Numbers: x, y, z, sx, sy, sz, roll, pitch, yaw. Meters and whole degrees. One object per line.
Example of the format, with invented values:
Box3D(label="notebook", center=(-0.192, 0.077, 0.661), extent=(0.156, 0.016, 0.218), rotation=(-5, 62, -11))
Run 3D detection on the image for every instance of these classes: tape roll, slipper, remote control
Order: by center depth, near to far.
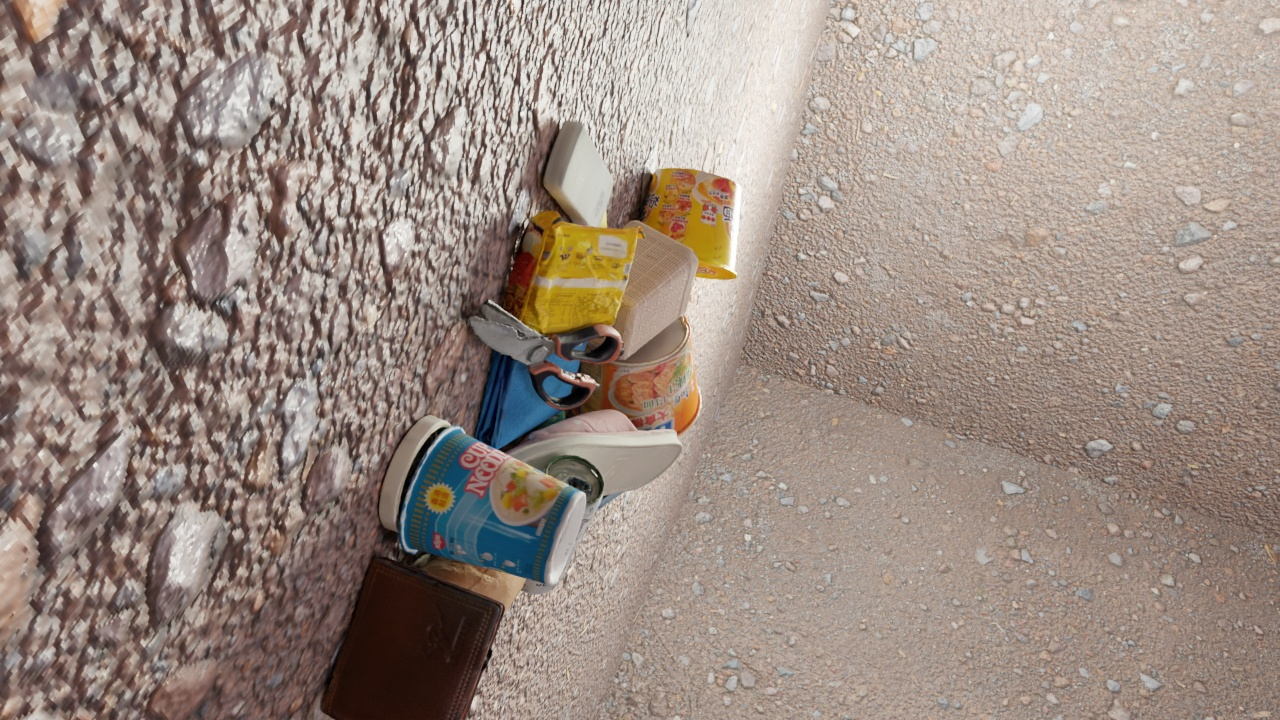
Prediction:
Box3D(label="tape roll", center=(-0.160, 0.082, 0.659), extent=(0.085, 0.014, 0.086), rotation=(20, 89, -81))
Box3D(label="remote control", center=(-0.052, -0.154, 0.793), extent=(0.150, 0.021, 0.058), rotation=(44, 65, -79))
Box3D(label="slipper", center=(-0.059, 0.095, 0.899), extent=(0.273, 0.054, 0.114), rotation=(-1, 136, -50))

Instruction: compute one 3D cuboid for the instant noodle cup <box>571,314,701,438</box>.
Box3D(label="instant noodle cup", center=(-0.006, 0.006, 1.016), extent=(0.151, 0.151, 0.112), rotation=(-62, 159, -44))

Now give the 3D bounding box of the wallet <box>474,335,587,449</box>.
Box3D(label="wallet", center=(-0.095, 0.015, 0.814), extent=(0.132, 0.040, 0.106), rotation=(-31, 141, -63))

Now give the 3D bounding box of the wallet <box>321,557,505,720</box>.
Box3D(label="wallet", center=(-0.159, 0.211, 0.643), extent=(0.032, 0.101, 0.124), rotation=(33, 76, -78))

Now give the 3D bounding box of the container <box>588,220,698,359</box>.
Box3D(label="container", center=(-0.012, -0.070, 0.935), extent=(0.110, 0.090, 0.090), rotation=(-43, 156, -41))

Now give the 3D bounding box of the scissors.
Box3D(label="scissors", center=(-0.069, -0.015, 0.739), extent=(0.192, 0.015, 0.207), rotation=(-29, 151, -30))

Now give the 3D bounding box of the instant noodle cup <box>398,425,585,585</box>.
Box3D(label="instant noodle cup", center=(-0.101, 0.110, 0.663), extent=(0.099, 0.110, 0.099), rotation=(19, 89, -81))

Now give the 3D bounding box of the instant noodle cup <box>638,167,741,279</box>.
Box3D(label="instant noodle cup", center=(0.059, -0.164, 1.099), extent=(0.138, 0.138, 0.110), rotation=(14, 87, -80))

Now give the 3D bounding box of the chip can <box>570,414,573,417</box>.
Box3D(label="chip can", center=(-0.030, 0.051, 1.105), extent=(0.071, 0.071, 0.209), rotation=(99, 18, -45))

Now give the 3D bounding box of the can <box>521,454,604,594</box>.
Box3D(label="can", center=(-0.080, 0.152, 0.836), extent=(0.147, 0.058, 0.058), rotation=(-64, 177, 40))

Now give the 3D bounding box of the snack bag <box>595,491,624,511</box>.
Box3D(label="snack bag", center=(-0.058, 0.163, 1.092), extent=(0.191, 0.039, 0.110), rotation=(-39, -170, 27))

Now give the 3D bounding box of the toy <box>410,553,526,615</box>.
Box3D(label="toy", center=(-0.138, 0.180, 0.772), extent=(0.144, 0.082, 0.225), rotation=(-44, 179, 15))

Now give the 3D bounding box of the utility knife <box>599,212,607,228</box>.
Box3D(label="utility knife", center=(-0.039, -0.105, 0.969), extent=(0.220, 0.022, 0.030), rotation=(81, 33, -57))

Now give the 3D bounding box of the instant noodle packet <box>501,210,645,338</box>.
Box3D(label="instant noodle packet", center=(-0.055, -0.069, 0.766), extent=(0.128, 0.044, 0.111), rotation=(-3, 120, -53))

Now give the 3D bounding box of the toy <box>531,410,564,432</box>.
Box3D(label="toy", center=(-0.101, 0.074, 0.938), extent=(0.096, 0.030, 0.091), rotation=(59, 45, -67))
